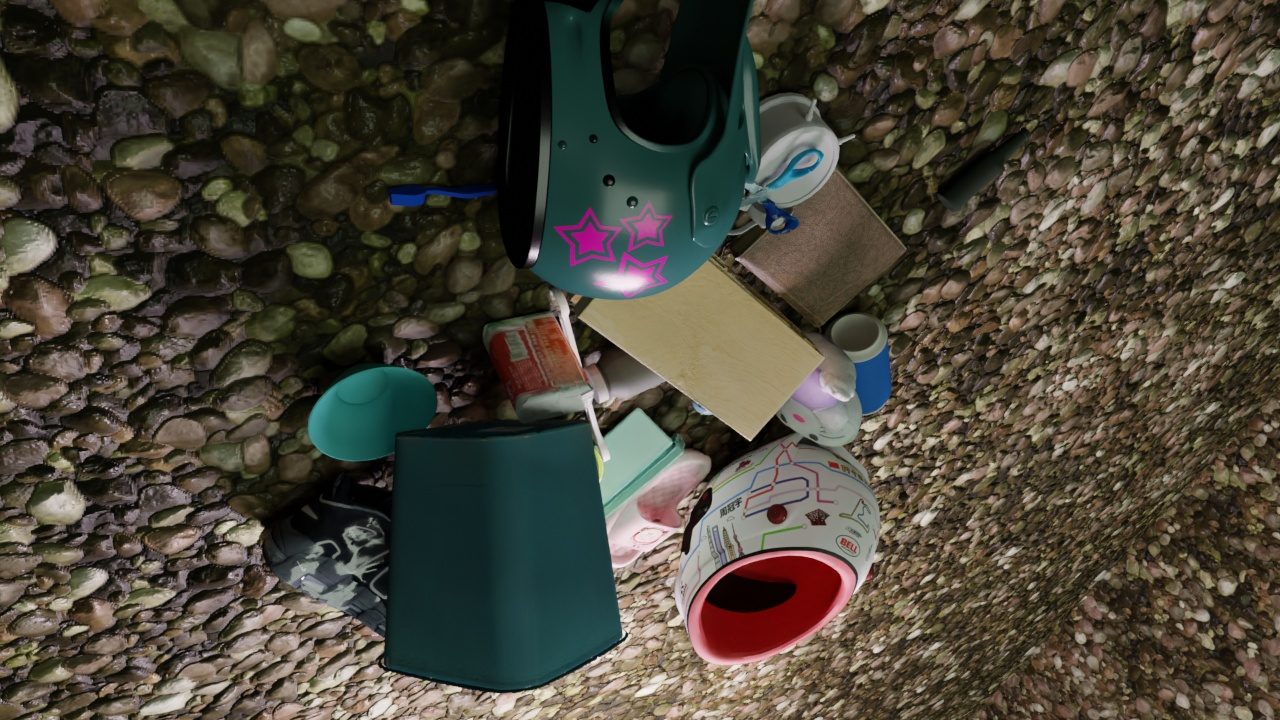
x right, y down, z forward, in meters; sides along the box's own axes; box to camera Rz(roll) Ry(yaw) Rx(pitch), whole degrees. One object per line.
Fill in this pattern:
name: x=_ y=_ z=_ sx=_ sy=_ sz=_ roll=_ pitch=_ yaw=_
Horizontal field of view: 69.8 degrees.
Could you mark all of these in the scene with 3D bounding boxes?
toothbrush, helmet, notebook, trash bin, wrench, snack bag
toothbrush: x=-0.128 y=-0.150 z=0.805 sx=0.186 sy=0.016 sz=0.011 roll=-11 pitch=138 yaw=-30
helmet: x=0.181 y=0.243 z=1.263 sx=0.231 sy=0.235 sz=0.315 roll=34 pitch=118 yaw=-22
notebook: x=0.193 y=-0.114 z=1.055 sx=0.190 sy=0.034 sz=0.215 roll=-44 pitch=141 yaw=14
trash bin: x=-0.134 y=0.172 z=0.882 sx=0.196 sy=0.200 sz=0.218 roll=-5 pitch=93 yaw=-60
helmet: x=0.000 y=-0.182 z=0.736 sx=0.200 sy=0.176 sz=0.275 roll=-4 pitch=120 yaw=-20
wrench: x=-0.065 y=0.022 z=1.009 sx=0.009 sy=0.047 sz=0.274 roll=-25 pitch=139 yaw=-12
snack bag: x=-0.102 y=0.005 z=0.905 sx=0.077 sy=0.116 sz=0.036 roll=-13 pitch=141 yaw=-23

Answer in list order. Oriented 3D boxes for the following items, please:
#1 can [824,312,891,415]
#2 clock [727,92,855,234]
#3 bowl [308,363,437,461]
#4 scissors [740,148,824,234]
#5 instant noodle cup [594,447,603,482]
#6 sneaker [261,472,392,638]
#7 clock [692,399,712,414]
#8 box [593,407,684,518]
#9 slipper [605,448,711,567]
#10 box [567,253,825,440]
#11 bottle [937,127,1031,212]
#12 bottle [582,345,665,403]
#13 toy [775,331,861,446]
can: x=0.289 y=0.006 z=1.215 sx=0.079 sy=0.079 sz=0.146 roll=-31 pitch=142 yaw=-5
clock: x=0.126 y=-0.191 z=0.911 sx=0.159 sy=0.061 sz=0.119 roll=-45 pitch=140 yaw=21
bowl: x=-0.260 y=0.038 z=0.880 sx=0.121 sy=0.046 sz=0.121 roll=-20 pitch=140 yaw=-18
scissors: x=0.122 y=-0.155 z=0.887 sx=0.127 sy=0.014 sz=0.127 roll=-25 pitch=143 yaw=-4
instant noodle cup: x=-0.108 y=0.160 z=1.052 sx=0.146 sy=0.097 sz=0.146 roll=-8 pitch=134 yaw=-8
sneaker: x=-0.255 y=0.204 z=0.984 sx=0.252 sy=0.097 sz=0.151 roll=35 pitch=95 yaw=-18
clock: x=0.100 y=0.019 z=1.116 sx=0.088 sy=0.051 sz=0.125 roll=-27 pitch=141 yaw=-12
box: x=-0.039 y=0.142 z=1.165 sx=0.187 sy=0.078 sz=0.112 roll=-43 pitch=112 yaw=9
slipper: x=0.017 y=0.204 z=1.250 sx=0.106 sy=0.055 sz=0.222 roll=17 pitch=119 yaw=-42
box: x=0.060 y=-0.036 z=0.933 sx=0.249 sy=0.091 sz=0.128 roll=37 pitch=110 yaw=-29
bottle: x=0.411 y=-0.229 z=1.091 sx=0.123 sy=0.033 sz=0.033 roll=-42 pitch=141 yaw=9
bottle: x=-0.006 y=0.006 z=1.018 sx=0.108 sy=0.060 sz=0.060 roll=-24 pitch=141 yaw=-13
toy: x=0.214 y=0.033 z=1.144 sx=0.085 sy=0.138 sz=0.209 roll=-55 pitch=158 yaw=-15
